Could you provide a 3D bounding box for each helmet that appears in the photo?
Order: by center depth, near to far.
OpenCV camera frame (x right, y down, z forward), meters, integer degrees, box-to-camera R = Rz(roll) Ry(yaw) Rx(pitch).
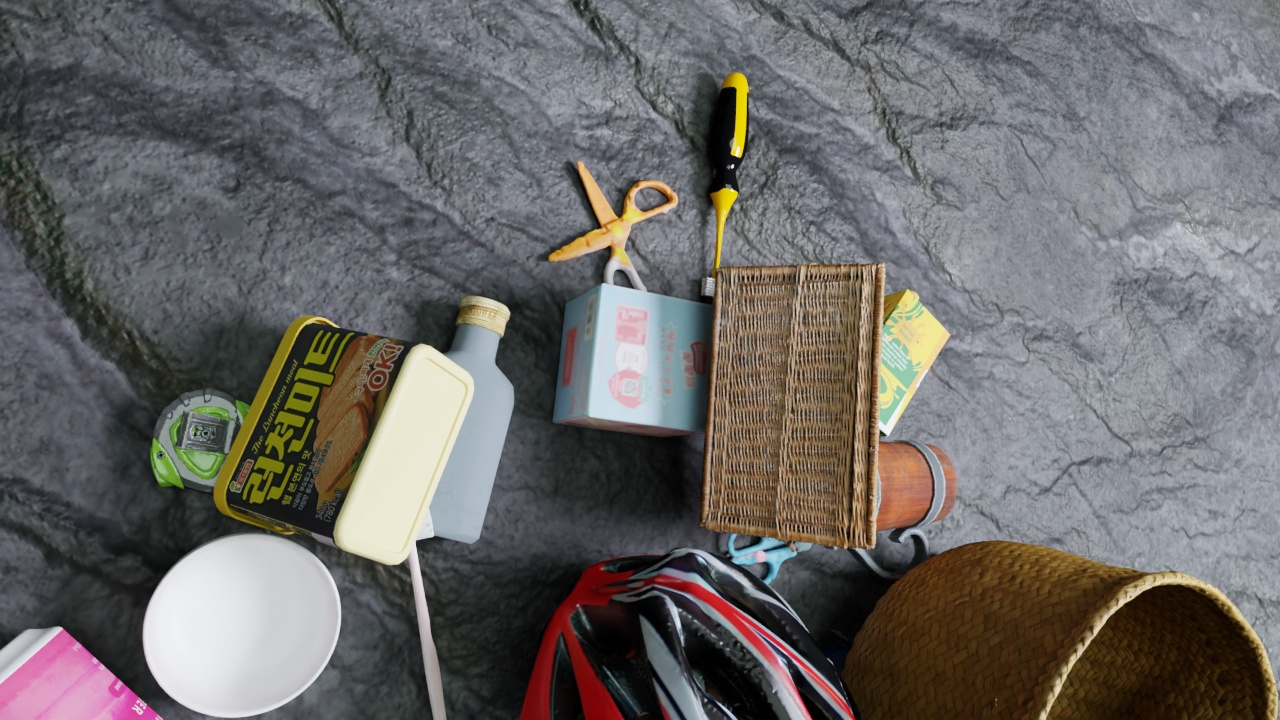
[{"bbox_3d":[0.050,0.244,0.591,0.272,0.167,0.216,53,33,-8],"label":"helmet"}]

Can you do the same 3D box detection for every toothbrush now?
[{"bbox_3d":[-0.133,0.176,0.587,0.018,0.016,0.181,-9,104,-19],"label":"toothbrush"},{"bbox_3d":[0.068,-0.139,0.744,0.030,0.031,0.196,10,83,-29],"label":"toothbrush"}]

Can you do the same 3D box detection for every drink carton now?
[{"bbox_3d":[0.208,0.001,0.782,0.058,0.041,0.122,43,68,-14],"label":"drink carton"}]

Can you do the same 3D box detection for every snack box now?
[{"bbox_3d":[-0.004,0.004,0.661,0.094,0.080,0.093,9,80,-22],"label":"snack box"}]

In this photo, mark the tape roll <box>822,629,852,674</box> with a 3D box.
[{"bbox_3d":[0.163,0.277,0.737,0.091,0.016,0.092,43,68,-14],"label":"tape roll"}]

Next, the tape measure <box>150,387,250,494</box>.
[{"bbox_3d":[-0.264,0.049,0.558,0.058,0.036,0.065,9,80,-23],"label":"tape measure"}]

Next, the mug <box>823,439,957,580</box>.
[{"bbox_3d":[0.191,0.119,0.739,0.111,0.082,0.117,2,87,-29],"label":"mug"}]

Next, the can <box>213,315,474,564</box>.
[{"bbox_3d":[-0.174,0.047,0.552,0.072,0.101,0.130,45,60,-57],"label":"can"}]

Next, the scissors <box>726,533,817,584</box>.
[{"bbox_3d":[0.124,0.147,0.742,0.136,0.015,0.056,-8,88,-32],"label":"scissors"}]

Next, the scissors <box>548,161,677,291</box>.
[{"bbox_3d":[-0.017,-0.097,0.707,0.125,0.011,0.128,-26,94,-26],"label":"scissors"}]

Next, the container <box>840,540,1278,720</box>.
[{"bbox_3d":[0.289,0.283,0.677,0.306,0.197,0.307,-3,95,-33],"label":"container"}]

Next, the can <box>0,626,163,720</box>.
[{"bbox_3d":[-0.295,0.226,0.490,0.088,0.088,0.166,-45,102,-23],"label":"can"}]

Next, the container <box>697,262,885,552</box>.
[{"bbox_3d":[0.110,0.032,0.639,0.113,0.113,0.198,3,84,14],"label":"container"}]

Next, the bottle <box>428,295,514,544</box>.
[{"bbox_3d":[-0.125,0.037,0.619,0.072,0.046,0.161,18,76,-22],"label":"bottle"}]

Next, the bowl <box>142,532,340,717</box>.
[{"bbox_3d":[-0.237,0.154,0.547,0.104,0.054,0.105,3,83,-26],"label":"bowl"}]
